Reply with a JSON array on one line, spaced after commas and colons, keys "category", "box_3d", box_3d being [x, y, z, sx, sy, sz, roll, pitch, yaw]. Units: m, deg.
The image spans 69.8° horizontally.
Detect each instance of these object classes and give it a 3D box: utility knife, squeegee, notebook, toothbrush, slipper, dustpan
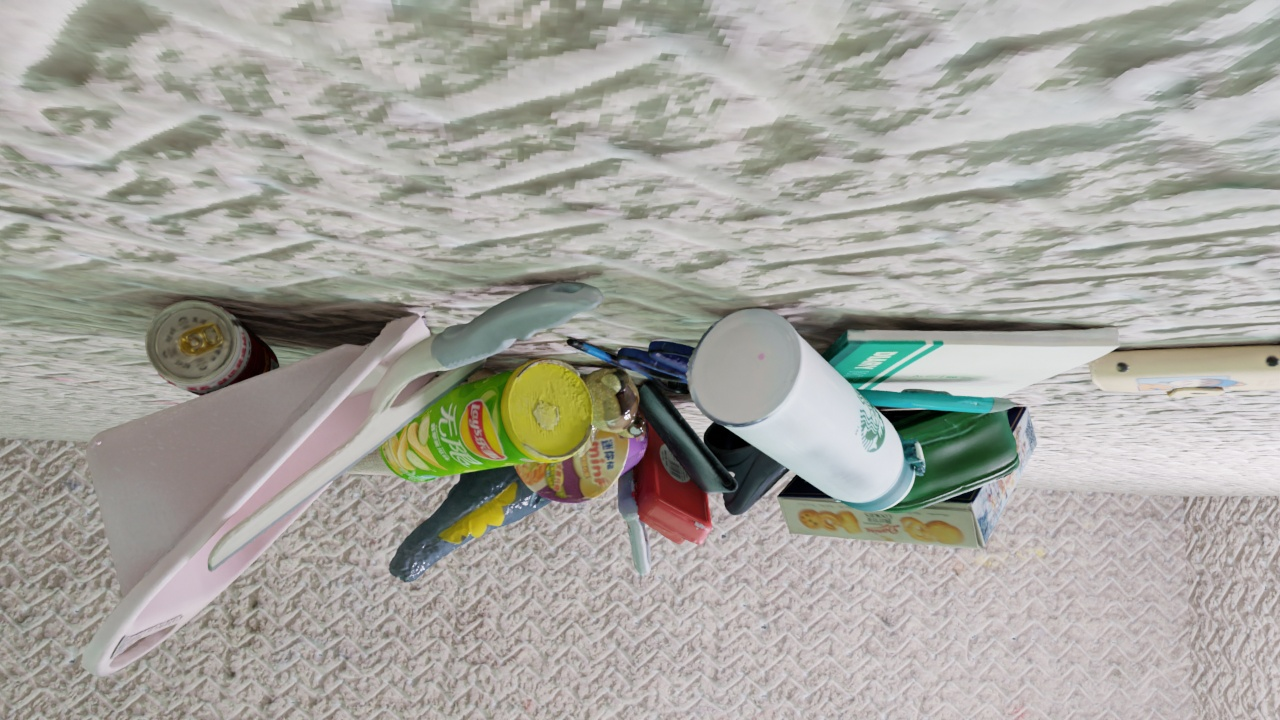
[{"category": "utility knife", "box_3d": [0.166, 0.024, 0.618, 0.161, 0.013, 0.029, 4, 167, 9]}, {"category": "squeegee", "box_3d": [-0.109, 0.003, 0.513, 0.247, 0.039, 0.245, -29, -170, 42]}, {"category": "notebook", "box_3d": [0.185, 0.008, 0.600, 0.150, 0.012, 0.209, 1, 168, 0]}, {"category": "toothbrush", "box_3d": [-0.004, 0.004, 0.688, 0.014, 0.016, 0.189, 8, 172, 29]}, {"category": "slipper", "box_3d": [0.116, 0.067, 0.841, 0.110, 0.083, 0.268, -37, 168, -14]}, {"category": "dustpan", "box_3d": [-0.235, 0.091, 0.611, 0.273, 0.139, 0.223, -20, 175, -7]}]

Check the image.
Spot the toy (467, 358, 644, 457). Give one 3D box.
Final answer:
[{"category": "toy", "box_3d": [-0.071, 0.031, 0.742, 0.157, 0.066, 0.105, 2, 130, 29]}]

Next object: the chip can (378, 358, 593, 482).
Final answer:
[{"category": "chip can", "box_3d": [-0.127, 0.051, 0.702, 0.072, 0.072, 0.222, 9, 164, -38]}]

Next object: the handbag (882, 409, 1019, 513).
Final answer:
[{"category": "handbag", "box_3d": [0.232, 0.068, 0.760, 0.131, 0.068, 0.120, -20, -171, -7]}]

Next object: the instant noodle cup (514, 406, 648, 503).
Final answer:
[{"category": "instant noodle cup", "box_3d": [-0.047, 0.067, 0.823, 0.112, 0.111, 0.099, -1, 180, 20]}]

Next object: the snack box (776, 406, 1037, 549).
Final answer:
[{"category": "snack box", "box_3d": [0.247, 0.101, 0.846, 0.178, 0.046, 0.182, -4, -158, 39]}]

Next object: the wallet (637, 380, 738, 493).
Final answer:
[{"category": "wallet", "box_3d": [0.038, 0.071, 0.828, 0.019, 0.121, 0.097, -39, 177, -12]}]

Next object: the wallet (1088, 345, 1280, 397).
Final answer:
[{"category": "wallet", "box_3d": [0.347, 0.007, 0.572, 0.115, 0.024, 0.087, -4, 164, 30]}]

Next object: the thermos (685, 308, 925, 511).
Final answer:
[{"category": "thermos", "box_3d": [0.114, 0.042, 0.568, 0.073, 0.073, 0.224, -3, 157, 33]}]

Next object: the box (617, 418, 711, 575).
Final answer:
[{"category": "box", "box_3d": [0.005, 0.127, 0.917, 0.094, 0.092, 0.201, 30, -160, -14]}]

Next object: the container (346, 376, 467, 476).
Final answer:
[{"category": "container", "box_3d": [-0.213, 0.060, 0.859, 0.089, 0.090, 0.111, 11, 165, -43]}]

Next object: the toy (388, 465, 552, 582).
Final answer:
[{"category": "toy", "box_3d": [-0.118, 0.104, 0.931, 0.138, 0.091, 0.355, -37, -177, 26]}]

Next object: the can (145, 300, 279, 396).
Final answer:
[{"category": "can", "box_3d": [-0.270, -0.001, 0.587, 0.053, 0.053, 0.133, 4, 171, -11]}]

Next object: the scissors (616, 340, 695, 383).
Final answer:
[{"category": "scissors", "box_3d": [0.057, 0.018, 0.667, 0.128, 0.012, 0.173, 2, 163, 30]}]
